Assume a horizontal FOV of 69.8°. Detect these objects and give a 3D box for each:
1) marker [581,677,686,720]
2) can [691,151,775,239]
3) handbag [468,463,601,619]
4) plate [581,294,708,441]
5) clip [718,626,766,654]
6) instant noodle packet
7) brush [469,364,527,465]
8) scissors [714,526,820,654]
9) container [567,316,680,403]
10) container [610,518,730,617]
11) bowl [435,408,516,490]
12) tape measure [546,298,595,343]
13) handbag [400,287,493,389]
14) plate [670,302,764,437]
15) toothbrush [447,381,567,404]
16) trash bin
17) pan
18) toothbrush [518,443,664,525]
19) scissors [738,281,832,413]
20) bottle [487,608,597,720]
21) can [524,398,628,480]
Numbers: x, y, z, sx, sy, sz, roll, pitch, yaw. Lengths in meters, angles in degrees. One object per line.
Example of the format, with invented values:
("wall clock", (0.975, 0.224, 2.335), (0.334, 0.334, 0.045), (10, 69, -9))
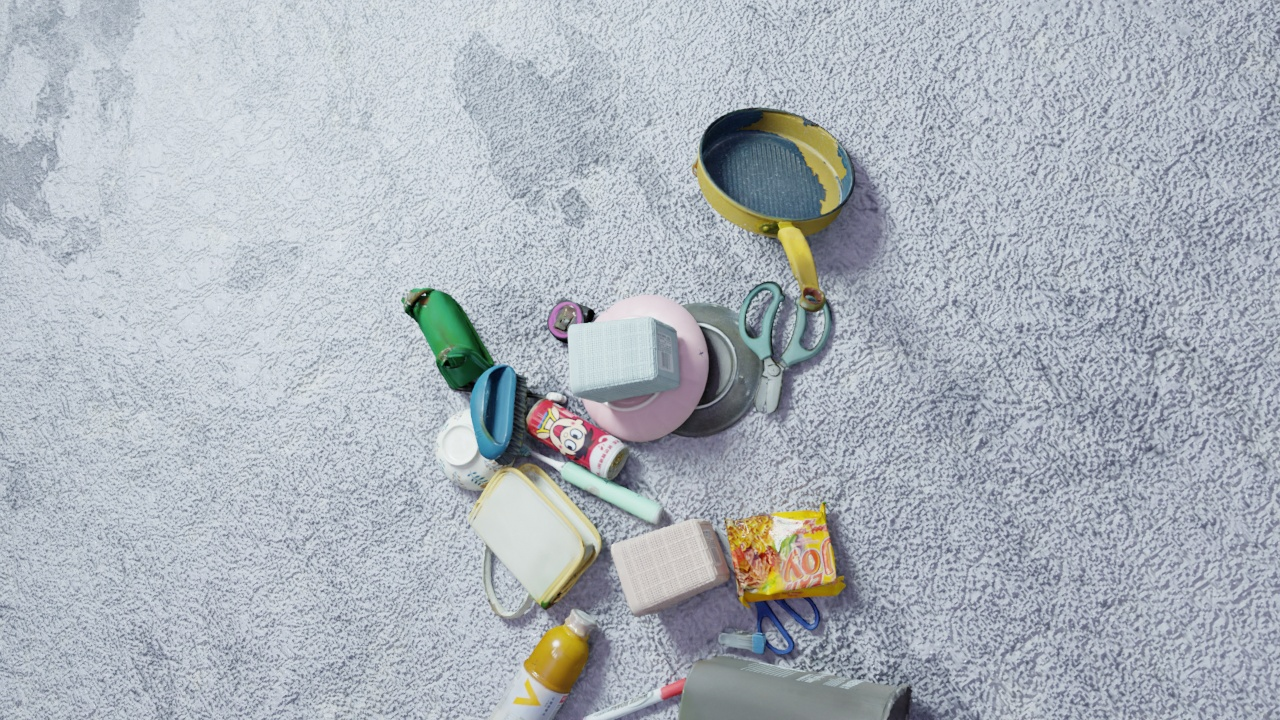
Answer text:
("marker", (-0.007, 0.421, 1.122), (0.145, 0.017, 0.017), (-25, 72, 11))
("can", (0.134, -0.223, 1.191), (0.058, 0.058, 0.147), (-46, 70, 3))
("handbag", (-0.152, 0.243, 1.190), (0.163, 0.063, 0.179), (43, 108, 20))
("plate", (-0.007, 0.007, 1.175), (0.193, 0.039, 0.192), (-5, 79, 29))
("clip", (0.122, 0.333, 1.095), (0.057, 0.032, 0.025), (2, 101, 25))
("instant noodle packet", (0.170, 0.230, 1.086), (0.128, 0.044, 0.110), (-11, 71, 9))
("brush", (-0.187, 0.063, 1.187), (0.055, 0.073, 0.143), (-25, 47, 29))
("scissors", (0.134, 0.281, 1.110), (0.173, 0.012, 0.132), (16, 84, 21))
("container", (-0.017, -0.003, 1.109), (0.112, 0.090, 0.090), (-9, 77, 25))
("container", (0.039, 0.245, 1.103), (0.111, 0.090, 0.090), (-24, 72, 13))
("bowl", (-0.229, 0.116, 1.232), (0.114, 0.062, 0.113), (-4, 76, 18))
("tape measure", (-0.097, -0.052, 1.236), (0.057, 0.039, 0.058), (25, 87, 20))
("handbag", (-0.265, -0.032, 1.243), (0.068, 0.120, 0.131), (-32, 69, 2))
("plate", (0.069, 0.009, 1.181), (0.180, 0.024, 0.179), (-4, 77, 16))
("toothbrush", (-0.186, 0.042, 1.258), (0.181, 0.018, 0.015), (6, 76, 20))
("trash bin", (0.162, 0.421, 0.985), (0.220, 0.199, 0.198), (8, 80, 25))
("pan", (0.171, -0.180, 1.082), (0.197, 0.078, 0.356), (3, 55, -7))
("toothbrush", (-0.070, 0.155, 1.191), (0.225, 0.027, 0.026), (24, 128, 20))
("scissors", (0.186, -0.012, 1.145), (0.143, 0.019, 0.179), (2, 78, 7))
("bottle", (-0.119, 0.396, 1.134), (0.068, 0.068, 0.189), (32, 89, 21))
("can", (-0.083, 0.102, 1.192), (0.133, 0.053, 0.053), (28, 88, 21))
